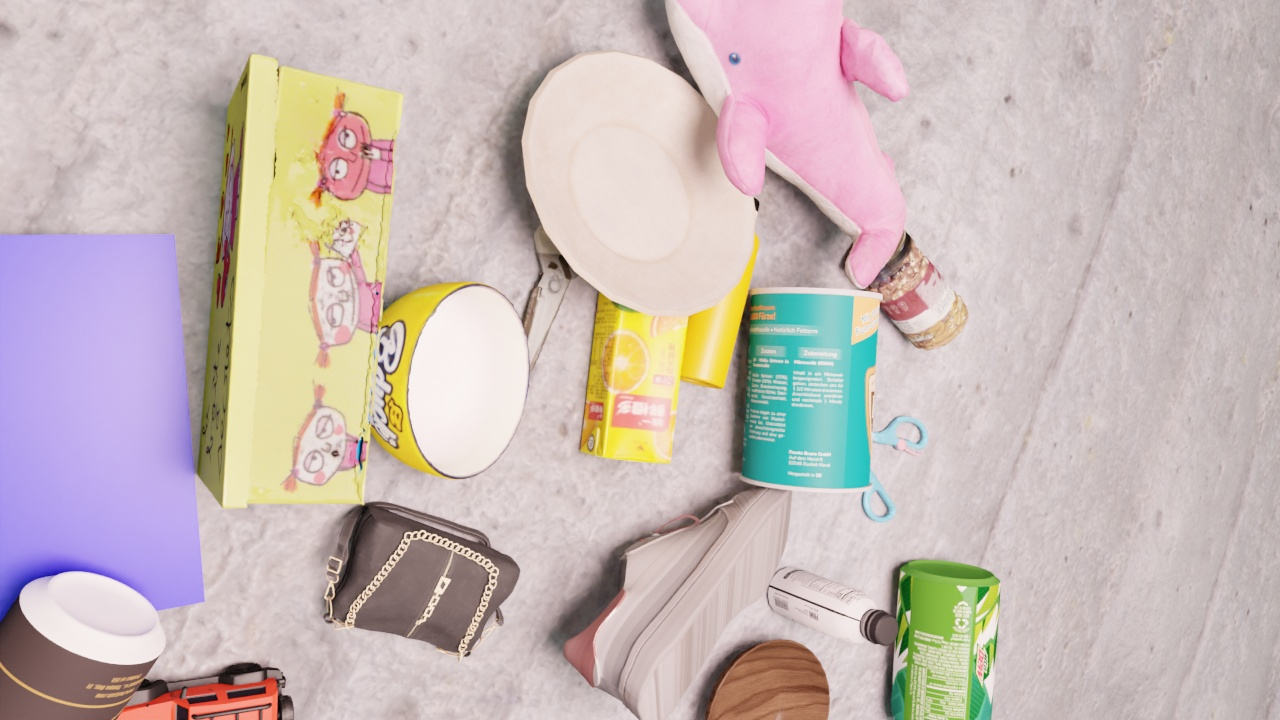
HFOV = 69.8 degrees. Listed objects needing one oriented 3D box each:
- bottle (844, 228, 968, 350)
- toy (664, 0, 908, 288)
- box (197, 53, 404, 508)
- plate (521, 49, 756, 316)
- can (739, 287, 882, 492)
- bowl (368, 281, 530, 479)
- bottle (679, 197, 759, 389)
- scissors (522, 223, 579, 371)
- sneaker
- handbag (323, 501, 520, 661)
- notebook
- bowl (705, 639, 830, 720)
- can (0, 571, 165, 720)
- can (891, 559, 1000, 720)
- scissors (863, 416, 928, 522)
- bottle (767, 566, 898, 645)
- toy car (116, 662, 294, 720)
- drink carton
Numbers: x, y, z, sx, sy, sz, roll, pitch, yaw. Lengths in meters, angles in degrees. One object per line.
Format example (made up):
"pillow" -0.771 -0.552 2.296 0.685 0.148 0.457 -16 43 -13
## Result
"bottle" 0.224 -0.062 0.772 0.105 0.056 0.056 43 72 -24
"toy" 0.127 -0.182 0.642 0.265 0.128 0.186 46 45 -25
"box" -0.190 -0.035 0.499 0.079 0.124 0.221 7 91 -30
"plate" -0.001 -0.117 0.625 0.188 0.027 0.188 10 71 -33
"can" 0.128 0.021 0.695 0.099 0.099 0.144 2 91 -30
"bowl" -0.127 0.009 0.556 0.117 0.068 0.117 -23 116 -59
"bottle" 0.058 -0.053 0.684 0.043 0.043 0.143 18 83 -29
"scissors" -0.045 -0.080 0.640 0.139 0.015 0.189 -12 99 -30
"sneaker" 0.030 0.151 0.659 0.235 0.089 0.099 -37 138 -47
"handbag" -0.138 0.143 0.582 0.128 0.054 0.079 28 90 -31
"notebook" -0.330 0.040 0.479 0.171 0.022 0.209 -5 95 -31
"bowl" 0.094 0.276 0.726 0.119 0.032 0.119 -1 93 -30
"can" -0.303 0.175 0.458 0.072 0.072 0.128 34 90 -27
"can" 0.262 0.252 0.792 0.083 0.083 0.144 3 91 -30
"scissors" 0.193 0.088 0.789 0.139 0.015 0.118 7 88 -24
"bottle" 0.148 0.191 0.704 0.041 0.116 0.041 -1 93 -30
"toy car" -0.250 0.204 0.516 0.100 0.049 0.051 1 92 -30
"drink carton" -0.004 0.004 0.653 0.058 0.043 0.134 8 88 -27
